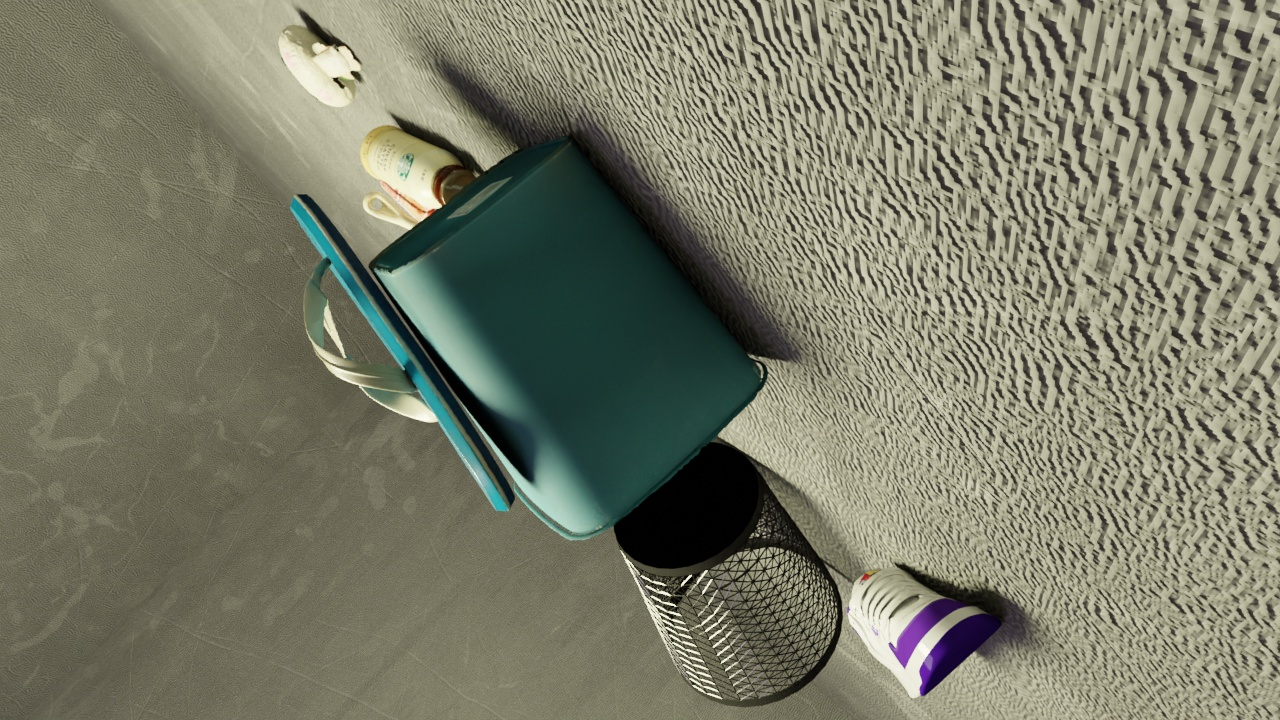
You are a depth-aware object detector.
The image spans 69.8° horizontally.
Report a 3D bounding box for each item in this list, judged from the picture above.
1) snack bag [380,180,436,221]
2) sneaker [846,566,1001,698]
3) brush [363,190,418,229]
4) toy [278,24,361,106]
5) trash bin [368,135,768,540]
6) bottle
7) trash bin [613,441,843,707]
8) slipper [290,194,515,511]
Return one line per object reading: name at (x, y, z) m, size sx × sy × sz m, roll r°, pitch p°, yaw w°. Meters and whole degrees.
snack bag at (-0.258, -0.198, 1.038) m, size 0.077 × 0.036 × 0.116 m, roll 44°, pitch 168°, yaw -9°
sneaker at (0.239, 0.229, 0.820) m, size 0.111 × 0.091 × 0.244 m, roll 48°, pitch 171°, yaw 24°
brush at (-0.196, -0.116, 0.998) m, size 0.272 × 0.062 × 0.077 m, roll 31°, pitch 160°, yaw 14°
toy at (-0.310, -0.285, 0.886) m, size 0.087 × 0.050 × 0.112 m, roll 51°, pitch 171°, yaw -36°
trash bin at (-0.063, -0.027, 0.672) m, size 0.218 × 0.196 × 0.199 m, roll 55°, pitch 164°, yaw -21°
bottle at (-0.213, -0.184, 0.889) m, size 0.162 × 0.056 × 0.056 m, roll 32°, pitch 164°, yaw 43°
trash bin at (0.091, 0.229, 1.027) m, size 0.217 × 0.216 × 0.243 m, roll 30°, pitch 157°, yaw 46°
slipper at (-0.189, 0.002, 0.669) m, size 0.295 × 0.060 × 0.118 m, roll 51°, pitch 169°, yaw 22°
